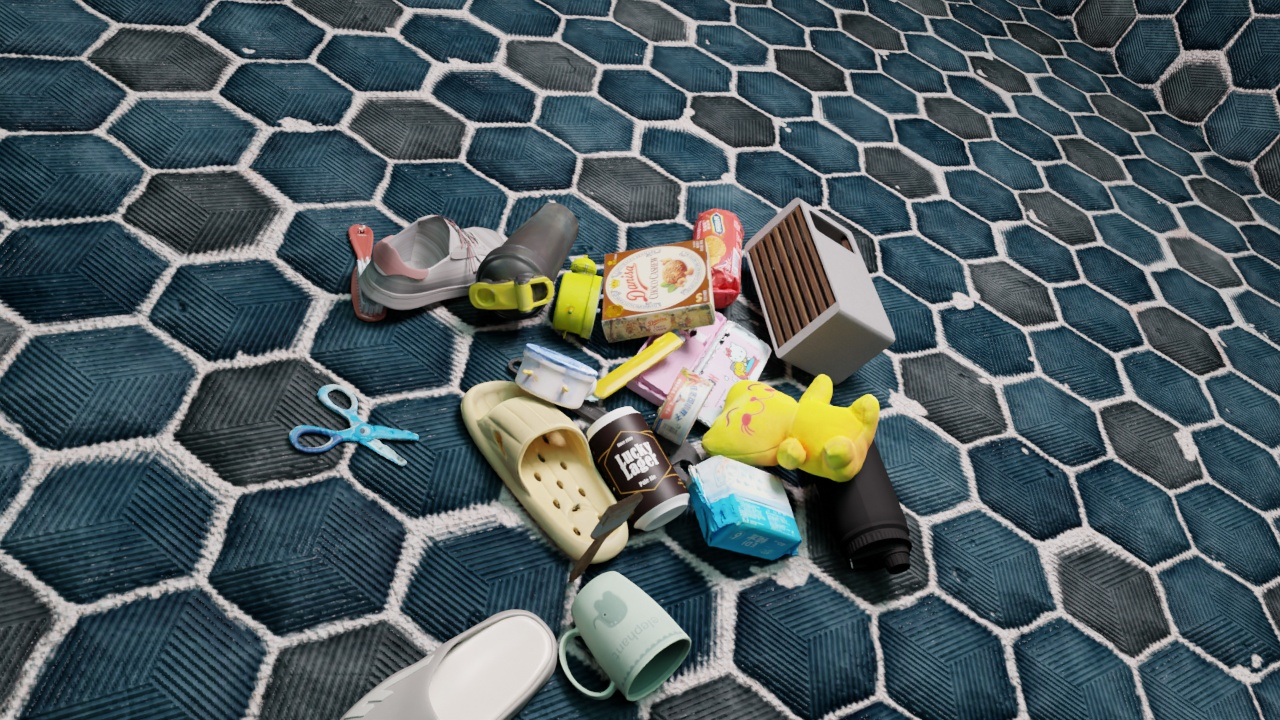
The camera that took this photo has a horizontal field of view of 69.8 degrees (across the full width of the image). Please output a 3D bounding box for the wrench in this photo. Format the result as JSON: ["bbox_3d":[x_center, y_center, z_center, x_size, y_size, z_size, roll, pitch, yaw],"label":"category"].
[{"bbox_3d":[-0.044,0.071,1.109,0.273,0.018,0.072,31,44,8],"label":"wrench"}]

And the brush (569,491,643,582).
[{"bbox_3d":[-0.043,0.182,0.913,0.045,0.143,0.008,-18,59,-45],"label":"brush"}]

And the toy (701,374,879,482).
[{"bbox_3d":[0.181,0.083,1.088,0.194,0.087,0.134,5,44,31],"label":"toy"}]

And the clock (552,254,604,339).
[{"bbox_3d":[-0.077,-0.082,1.192,0.057,0.083,0.118,12,47,-3],"label":"clock"}]

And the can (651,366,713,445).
[{"bbox_3d":[0.050,0.054,1.090,0.043,0.086,0.086,28,44,6],"label":"can"}]

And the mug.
[{"bbox_3d":[-0.026,0.272,0.890,0.111,0.084,0.104,-40,59,-14],"label":"mug"}]

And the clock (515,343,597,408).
[{"bbox_3d":[-0.096,0.017,1.069,0.089,0.052,0.125,23,3,6],"label":"clock"}]

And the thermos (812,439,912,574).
[{"bbox_3d":[0.262,0.165,1.102,0.086,0.086,0.198,5,48,-20],"label":"thermos"}]

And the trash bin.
[{"bbox_3d":[0.248,-0.099,1.299,0.114,0.115,0.228,24,39,-33],"label":"trash bin"}]

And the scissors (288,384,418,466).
[{"bbox_3d":[-0.311,0.083,0.987,0.140,0.013,0.117,36,44,9],"label":"scissors"}]

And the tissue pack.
[{"bbox_3d":[0.114,0.168,1.035,0.144,0.062,0.092,23,39,-37],"label":"tissue pack"}]

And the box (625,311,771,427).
[{"bbox_3d":[0.080,0.003,1.214,0.153,0.037,0.200,33,44,5],"label":"box"}]

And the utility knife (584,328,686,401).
[{"bbox_3d":[-0.007,0.007,1.140,0.158,0.017,0.030,-32,46,-26],"label":"utility knife"}]

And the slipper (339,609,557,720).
[{"bbox_3d":[-0.168,0.300,0.794,0.113,0.081,0.265,45,47,15],"label":"slipper"}]

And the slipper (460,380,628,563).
[{"bbox_3d":[-0.097,0.103,1.013,0.111,0.079,0.261,-18,58,-39],"label":"slipper"}]

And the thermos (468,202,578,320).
[{"bbox_3d":[-0.140,-0.132,1.189,0.098,0.098,0.220,24,33,-1],"label":"thermos"}]

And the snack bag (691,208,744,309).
[{"bbox_3d":[0.112,-0.148,1.343,0.082,0.083,0.176,17,45,-8],"label":"snack bag"}]

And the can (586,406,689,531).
[{"bbox_3d":[-0.003,0.122,1.029,0.071,0.072,0.128,-17,65,-34],"label":"can"}]

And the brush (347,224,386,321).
[{"bbox_3d":[-0.343,-0.120,1.148,0.041,0.030,0.172,0,49,-24],"label":"brush"}]

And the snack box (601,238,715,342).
[{"bbox_3d":[0.023,-0.095,1.225,0.147,0.041,0.142,-9,43,9],"label":"snack box"}]

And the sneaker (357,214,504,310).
[{"bbox_3d":[-0.240,-0.139,1.146,0.099,0.090,0.235,45,37,11],"label":"sneaker"}]
